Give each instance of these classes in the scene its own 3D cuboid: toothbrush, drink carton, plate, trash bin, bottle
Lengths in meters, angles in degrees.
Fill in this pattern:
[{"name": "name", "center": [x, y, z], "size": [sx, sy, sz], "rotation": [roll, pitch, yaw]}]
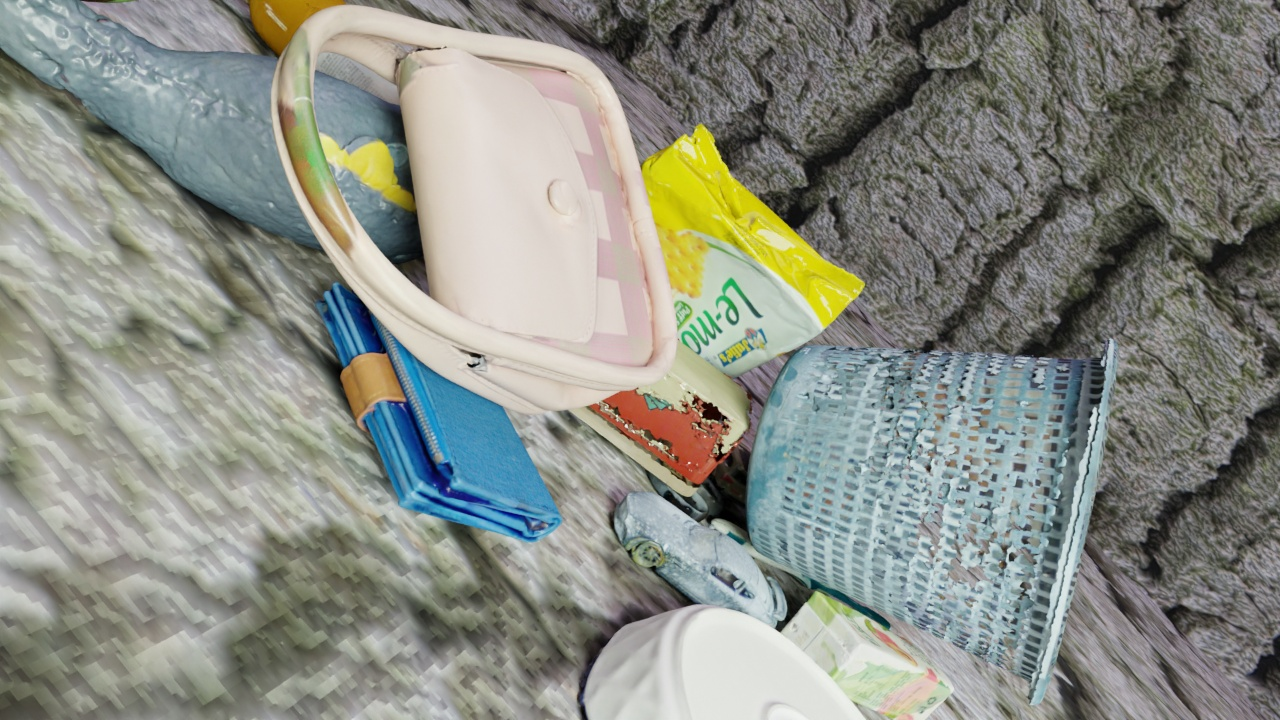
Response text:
[{"name": "toothbrush", "center": [0.120, 0.162, 0.677], "size": [0.191, 0.018, 0.016], "rotation": [34, 21, -25]}, {"name": "drink carton", "center": [0.148, 0.198, 0.600], "size": [0.122, 0.045, 0.053], "rotation": [32, 10, -38]}, {"name": "plate", "center": [0.065, 0.197, 0.419], "size": [0.205, 0.046, 0.204], "rotation": [40, 18, -16]}, {"name": "trash bin", "center": [0.182, 0.080, 0.601], "size": [0.195, 0.226, 0.226], "rotation": [12, 4, 25]}, {"name": "bottle", "center": [-0.231, -0.233, 0.691], "size": [0.189, 0.068, 0.068], "rotation": [45, 17, 2]}]

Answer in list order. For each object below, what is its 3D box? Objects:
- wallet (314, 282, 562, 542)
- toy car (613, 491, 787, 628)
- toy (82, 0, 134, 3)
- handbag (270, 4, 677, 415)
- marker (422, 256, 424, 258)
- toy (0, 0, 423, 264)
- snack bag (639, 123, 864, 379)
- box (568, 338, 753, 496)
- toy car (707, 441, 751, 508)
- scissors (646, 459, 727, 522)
[{"name": "wallet", "center": [-0.099, 0.026, 0.452], "size": [0.133, 0.040, 0.106], "rotation": [56, 12, 32]}, {"name": "toy car", "center": [0.036, 0.120, 0.549], "size": [0.120, 0.037, 0.054], "rotation": [38, 19, -12]}, {"name": "toy", "center": [-0.268, -0.218, 0.428], "size": [0.226, 0.090, 0.246], "rotation": [1, 14, -15]}, {"name": "handbag", "center": [-0.081, -0.076, 0.437], "size": [0.234, 0.094, 0.193], "rotation": [12, 62, -61]}, {"name": "marker", "center": [-0.163, -0.095, 0.610], "size": [0.130, 0.023, 0.018], "rotation": [40, 20, -19]}, {"name": "toy", "center": [-0.172, -0.115, 0.509], "size": [0.138, 0.091, 0.355], "rotation": [48, 21, 29]}, {"name": "snack bag", "center": [0.031, -0.059, 0.666], "size": [0.158, 0.247, 0.068], "rotation": [42, 60, -9]}, {"name": "box", "center": [-0.004, 0.004, 0.621], "size": [0.168, 0.079, 0.091], "rotation": [37, 18, -4]}, {"name": "toy car", "center": [0.068, 0.077, 0.719], "size": [0.042, 0.035, 0.090], "rotation": [38, 16, -25]}, {"name": "scissors", "center": [-0.006, 0.048, 0.653], "size": [0.172, 0.014, 0.145], "rotation": [38, 17, -18]}]
